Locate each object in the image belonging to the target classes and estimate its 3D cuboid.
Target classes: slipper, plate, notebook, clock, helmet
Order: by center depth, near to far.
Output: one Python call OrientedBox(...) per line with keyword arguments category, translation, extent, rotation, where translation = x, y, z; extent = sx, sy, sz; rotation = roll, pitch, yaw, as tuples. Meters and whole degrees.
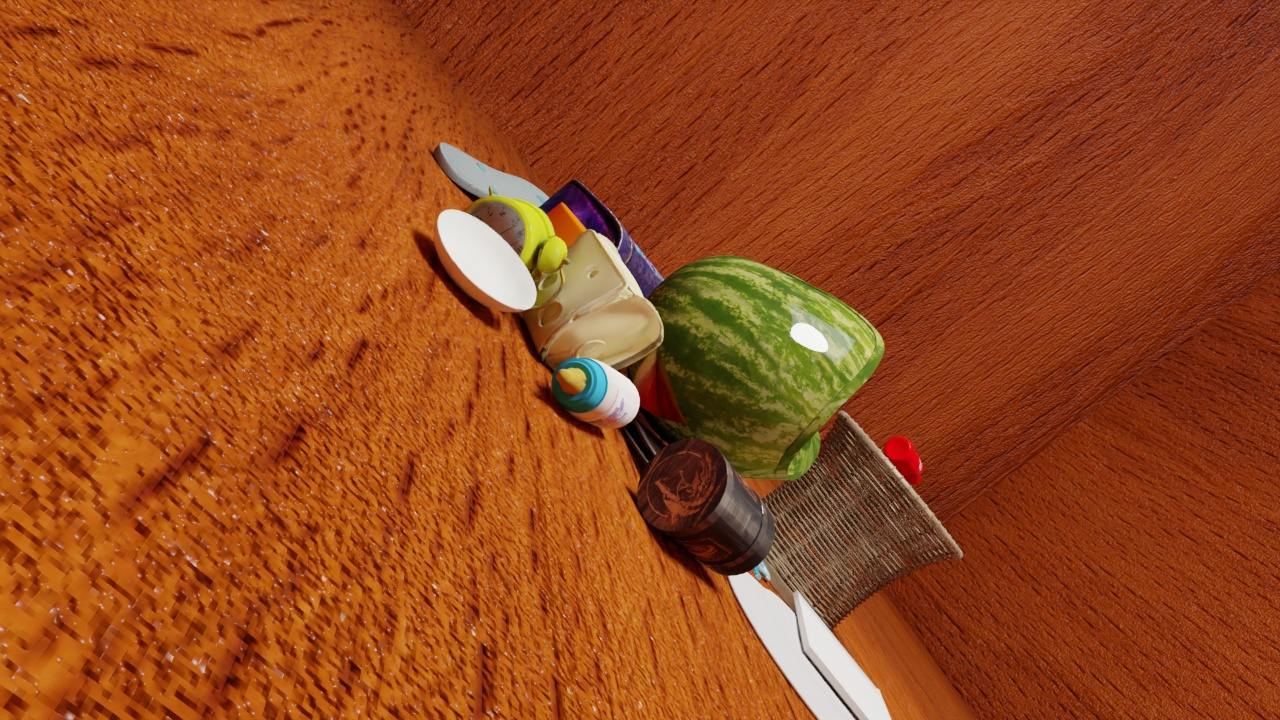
OrientedBox(category="plate", translation=(-0.132, -0.075, 0.748), extent=(0.104, 0.026, 0.104), rotation=(42, 23, -22))
OrientedBox(category="clock", translation=(-0.114, -0.098, 0.825), extent=(0.119, 0.083, 0.057), rotation=(49, 10, 9))
OrientedBox(category="plate", translation=(0.164, 0.289, 0.875), extent=(0.242, 0.016, 0.242), rotation=(50, 5, -7))
OrientedBox(category="notebook", translation=(0.205, 0.312, 0.914), extent=(0.142, 0.009, 0.209), rotation=(51, 5, 5))
OrientedBox(category="helmet", translation=(0.102, 0.004, 0.986), extent=(0.247, 0.214, 0.242), rotation=(40, 45, 19))
OrientedBox(category="slipper", translation=(-0.190, -0.214, 1.244), extent=(0.098, 0.055, 0.268), rotation=(56, 18, 21))

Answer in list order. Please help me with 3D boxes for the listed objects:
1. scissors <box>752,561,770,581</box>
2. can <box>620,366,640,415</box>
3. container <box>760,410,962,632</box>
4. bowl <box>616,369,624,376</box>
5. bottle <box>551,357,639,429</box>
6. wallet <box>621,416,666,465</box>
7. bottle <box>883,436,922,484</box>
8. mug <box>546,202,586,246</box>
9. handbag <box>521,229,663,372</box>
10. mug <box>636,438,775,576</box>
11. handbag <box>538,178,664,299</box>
OrientedBox(category="scissors", translation=(0.110, 0.199, 1.031), extent=(0.137, 0.011, 0.134), rotation=(60, 8, 32))
OrientedBox(category="can", translation=(-0.007, 0.006, 1.110), extent=(0.105, 0.068, 0.067), rotation=(53, 6, 17))
OrientedBox(category="container", translation=(0.248, 0.211, 1.151), extent=(0.227, 0.196, 0.226), rotation=(50, 5, -7))
OrientedBox(category="bowl", translation=(-0.046, 0.008, 0.959), extent=(0.118, 0.030, 0.117), rotation=(50, 5, -7))
OrientedBox(category="bottle", translation=(-0.041, 0.025, 0.763), extent=(0.051, 0.051, 0.146), rotation=(53, 5, 18))
OrientedBox(category="wallet", translation=(0.031, 0.108, 0.901), extent=(0.099, 0.031, 0.120), rotation=(45, 3, -24))
OrientedBox(category="bottle", translation=(0.340, 0.133, 1.174), extent=(0.036, 0.036, 0.119), rotation=(55, 6, 36))
OrientedBox(category="mug", translation=(-0.093, -0.102, 0.953), extent=(0.077, 0.096, 0.112), rotation=(49, 5, -17))
OrientedBox(category="handbag", translation=(-0.051, -0.046, 0.848), extent=(0.081, 0.111, 0.119), rotation=(62, -2, -41))
OrientedBox(category="mug", translation=(0.045, 0.120, 0.773), extent=(0.116, 0.080, 0.107), rotation=(20, -19, 41))
OrientedBox(category="handbag", translation=(-0.048, -0.109, 1.221), extent=(0.222, 0.125, 0.205), rotation=(52, 3, 35))
